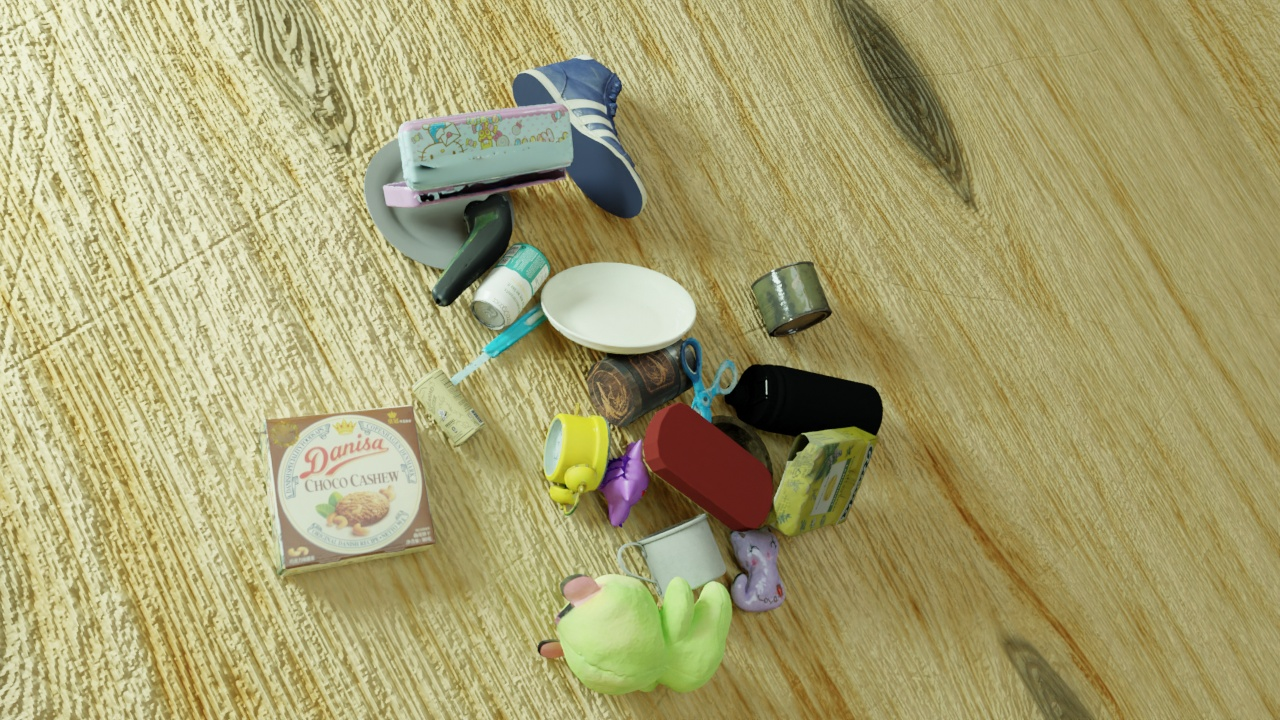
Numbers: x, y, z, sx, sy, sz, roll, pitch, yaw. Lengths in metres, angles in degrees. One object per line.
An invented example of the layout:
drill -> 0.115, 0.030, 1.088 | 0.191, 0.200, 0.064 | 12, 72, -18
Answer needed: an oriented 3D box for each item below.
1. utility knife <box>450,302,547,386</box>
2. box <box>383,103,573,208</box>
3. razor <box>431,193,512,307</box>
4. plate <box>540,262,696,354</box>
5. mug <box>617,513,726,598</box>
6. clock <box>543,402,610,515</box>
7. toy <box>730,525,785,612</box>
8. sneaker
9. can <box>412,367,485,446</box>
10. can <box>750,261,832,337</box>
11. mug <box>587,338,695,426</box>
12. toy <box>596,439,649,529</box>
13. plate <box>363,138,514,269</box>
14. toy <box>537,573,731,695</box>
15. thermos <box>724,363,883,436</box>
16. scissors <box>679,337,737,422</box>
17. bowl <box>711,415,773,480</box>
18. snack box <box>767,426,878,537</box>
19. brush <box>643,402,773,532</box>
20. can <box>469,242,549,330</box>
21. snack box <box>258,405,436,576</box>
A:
utility knife -> -0.161, -0.019, 1.037 | 0.022, 0.015, 0.166 | 51, 52, -2
box -> -0.185, -0.235, 1.035 | 0.213, 0.090, 0.091 | -19, 112, -35
razor -> -0.193, -0.124, 1.032 | 0.067, 0.054, 0.151 | 31, 63, 1
plate -> -0.027, -0.056, 1.081 | 0.182, 0.034, 0.182 | 5, 35, -4
mug -> 0.033, 0.220, 1.011 | 0.113, 0.084, 0.070 | -19, 82, -21
clock -> -0.069, 0.110, 0.995 | 0.057, 0.084, 0.118 | 11, 61, -21
toy -> 0.135, 0.247, 1.085 | 0.080, 0.037, 0.099 | 0, 71, -32
sneaker -> -0.047, -0.296, 1.187 | 0.233, 0.092, 0.118 | 46, 51, 5
can -> -0.203, 0.049, 0.969 | 0.038, 0.038, 0.079 | -39, 92, -36
can -> 0.204, -0.081, 1.235 | 0.089, 0.090, 0.074 | -10, 75, -34
mug -> -0.006, 0.006, 1.083 | 0.107, 0.080, 0.115 | -26, 73, -37
toy -> -0.020, 0.132, 1.012 | 0.056, 0.088, 0.105 | 21, 60, -14
plate -> -0.233, -0.184, 1.069 | 0.178, 0.012, 0.178 | 12, 64, -26
toy -> 0.002, 0.283, 0.929 | 0.196, 0.150, 0.107 | 3, 38, -30
thermos -> 0.206, 0.056, 1.179 | 0.198, 0.086, 0.086 | 11, 64, -26
scissors -> 0.067, 0.035, 1.068 | 0.118, 0.013, 0.139 | 48, 54, -26
bowl -> 0.093, 0.132, 1.097 | 0.121, 0.056, 0.121 | 12, 64, -26
snack box -> 0.220, 0.143, 1.095 | 0.180, 0.045, 0.121 | 3, 108, -57
brush -> 0.072, 0.121, 1.013 | 0.173, 0.042, 0.082 | 38, 53, -22
can -> -0.149, -0.085, 1.049 | 0.055, 0.055, 0.101 | 39, 55, -11
snack box -> -0.283, 0.122, 0.887 | 0.143, 0.041, 0.147 | -4, 72, -31
